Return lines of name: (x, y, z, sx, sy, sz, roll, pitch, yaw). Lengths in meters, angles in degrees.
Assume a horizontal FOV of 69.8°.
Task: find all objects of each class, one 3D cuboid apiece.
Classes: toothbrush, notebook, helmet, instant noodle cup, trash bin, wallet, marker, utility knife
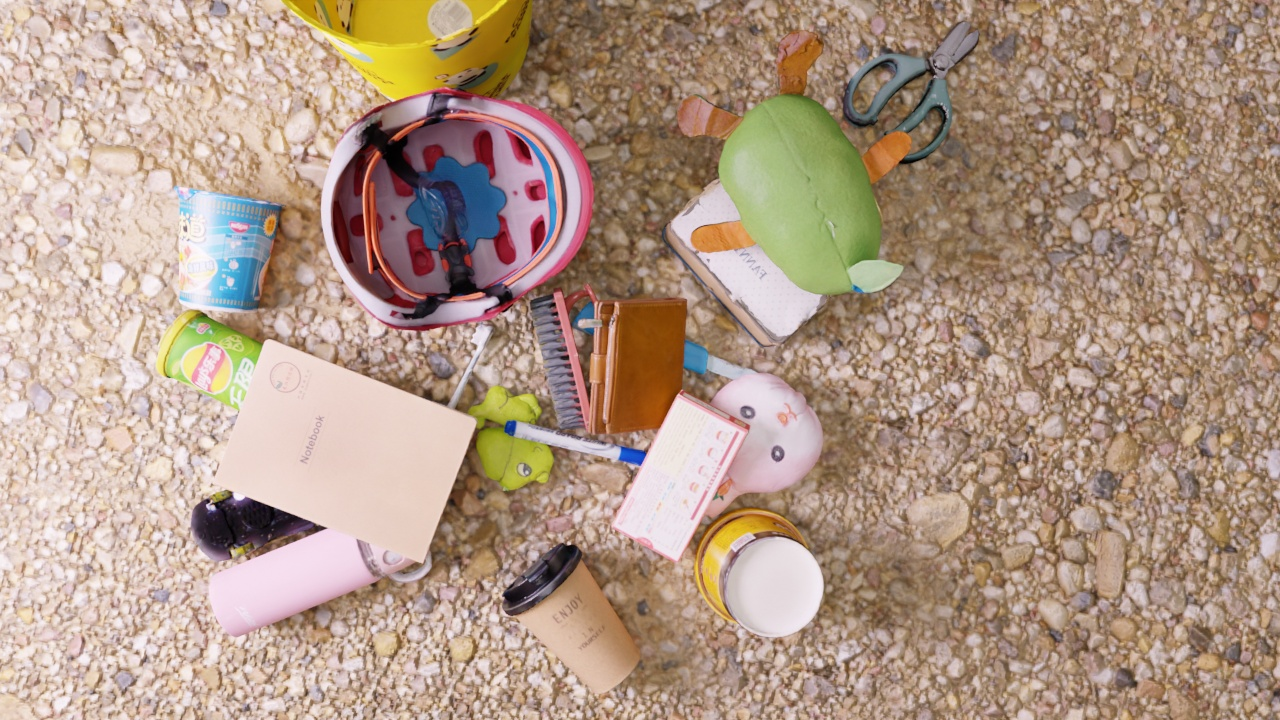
toothbrush: (-0.193, 0.044, 0.923, 0.016, 0.016, 0.180, 25, 87, 5)
notebook: (-0.273, 0.085, 0.849, 0.207, 0.008, 0.148, 22, 93, -2)
helmet: (-0.174, -0.145, 0.865, 0.239, 0.144, 0.207, -15, 105, -13)
instant noodle cup: (-0.399, -0.104, 0.880, 0.099, 0.099, 0.110, 9, 96, -3)
trash bin: (-0.195, -0.342, 0.812, 0.229, 0.255, 0.229, 0, 88, -4)
wallet: (-0.005, 0.005, 0.888, 0.118, 0.035, 0.131, -3, 103, -34)
marker: (-0.064, 0.082, 0.912, 0.145, 0.017, 0.017, 15, 87, -16)
instant noodle cup: (0.117, 0.208, 0.888, 0.118, 0.114, 0.118, 0, 88, -3)
utility knife: (0.037, -0.010, 0.936, 0.218, 0.018, 0.034, 22, 99, -3)

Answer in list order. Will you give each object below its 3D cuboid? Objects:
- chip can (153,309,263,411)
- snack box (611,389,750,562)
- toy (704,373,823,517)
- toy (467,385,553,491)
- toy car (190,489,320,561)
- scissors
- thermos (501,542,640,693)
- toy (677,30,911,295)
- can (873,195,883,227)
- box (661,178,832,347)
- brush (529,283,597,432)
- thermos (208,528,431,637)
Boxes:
chip can: (-0.347, 0.030, 0.885, 0.221, 0.072, 0.072, 27, 87, -3)
snack box: (0.039, 0.114, 0.901, 0.077, 0.027, 0.156, 28, 105, 7)
toy: (0.103, 0.088, 0.924, 0.159, 0.054, 0.121, -38, 91, 4)
toy: (-0.130, 0.079, 0.918, 0.096, 0.031, 0.100, 16, 83, -3)
toy car: (-0.358, 0.141, 0.896, 0.158, 0.042, 0.070, -21, 90, -5)
scissors: (0.284, -0.299, 0.959, 0.143, 0.019, 0.180, 32, 88, -2)
thermos: (-0.066, 0.250, 0.892, 0.093, 0.093, 0.143, -38, 98, -4)
toy: (0.147, -0.166, 0.859, 0.227, 0.090, 0.247, -27, 94, 8)
can: (0.185, -0.163, 0.931, 0.083, 0.057, 0.102, -23, 90, -1)
box: (0.101, -0.102, 0.924, 0.089, 0.061, 0.184, -41, 89, -4)
brush: (-0.061, 0.000, 0.902, 0.069, 0.063, 0.146, -13, 101, -3)
thermos: (-0.303, 0.207, 0.892, 0.198, 0.067, 0.087, -21, 122, -5)
